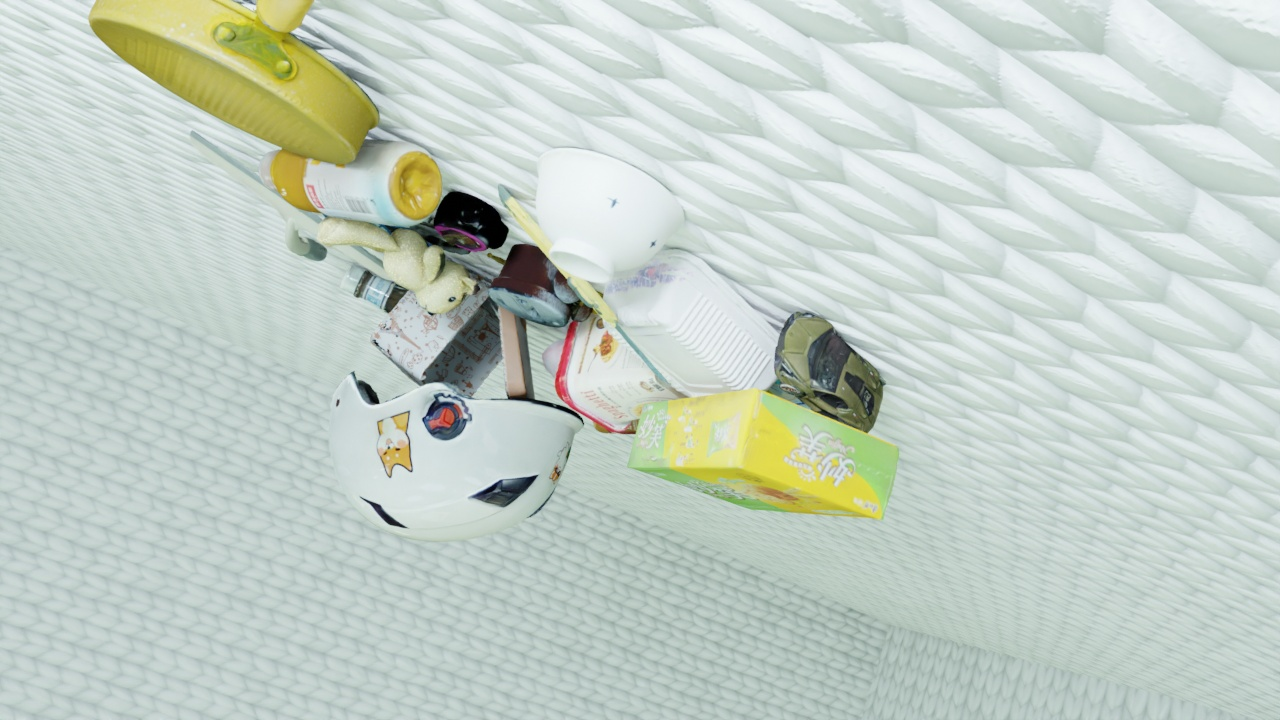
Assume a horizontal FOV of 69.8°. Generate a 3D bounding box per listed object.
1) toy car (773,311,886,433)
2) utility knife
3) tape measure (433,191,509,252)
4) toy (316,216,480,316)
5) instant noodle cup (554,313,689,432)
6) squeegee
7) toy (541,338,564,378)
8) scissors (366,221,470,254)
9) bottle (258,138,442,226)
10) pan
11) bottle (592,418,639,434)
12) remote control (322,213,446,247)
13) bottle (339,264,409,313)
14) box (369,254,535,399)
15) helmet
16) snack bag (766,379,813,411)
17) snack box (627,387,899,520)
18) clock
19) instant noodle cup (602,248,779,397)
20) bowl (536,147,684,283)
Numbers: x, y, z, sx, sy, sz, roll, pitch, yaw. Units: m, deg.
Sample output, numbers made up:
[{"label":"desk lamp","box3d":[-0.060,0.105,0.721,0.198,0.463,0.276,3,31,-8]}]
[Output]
[{"label":"toy car","box3d":[0.165,0.015,0.792,0.042,0.070,0.158,6,160,44]},{"label":"utility knife","box3d":[-0.047,-0.063,0.771,0.216,0.022,0.031,44,170,-6]},{"label":"tape measure","box3d":[-0.154,-0.121,0.815,0.058,0.039,0.057,14,164,28]},{"label":"toy","box3d":[-0.228,-0.093,0.861,0.157,0.066,0.105,28,164,-36]},{"label":"instant noodle cup","box3d":[-0.006,0.006,0.947,0.124,0.116,0.116,-7,151,38]},{"label":"squeegee","box3d":[-0.387,-0.138,1.050,0.246,0.039,0.247,35,170,-9]},{"label":"toy","box3d":[-0.038,0.007,1.089,0.159,0.054,0.121,6,167,15]},{"label":"scissors","box3d":[-0.238,-0.141,0.869,0.159,0.014,0.180,34,154,-29]},{"label":"bottle","box3d":[-0.252,-0.154,0.777,0.190,0.068,0.068,12,163,33]},{"label":"pan","box3d":[-0.240,-0.214,0.591,0.197,0.078,0.358,27,172,-30]},{"label":"bottle","box3d":[0.023,0.063,1.103,0.175,0.057,0.057,0,156,35]},{"label":"remote control","box3d":[-0.261,-0.140,0.933,0.125,0.024,0.049,13,164,14]},{"label":"bottle","box3d":[-0.298,-0.069,1.213,0.195,0.044,0.080,25,165,-11]},{"label":"box","box3d":[-0.174,-0.005,1.050,0.174,0.152,0.182,37,169,12]},{"label":"helmet","box3d":[-0.207,0.117,0.986,0.274,0.156,0.230,6,165,12]},{"label":"snack bag","box3d":[0.139,0.032,0.954,0.110,0.038,0.191,24,164,29]},{"label":"snack box","box3d":[0.105,0.089,0.840,0.157,0.070,0.210,22,165,-23]},{"label":"clock","box3d":[-0.088,-0.068,0.884,0.122,0.055,0.082,17,164,16]},{"label":"instant noodle cup","box3d":[0.043,-0.021,0.815,0.173,0.060,0.138,41,157,-28]},{"label":"bowl","box3d":[-0.033,-0.097,0.679,0.118,0.064,0.118,20,165,5]}]
